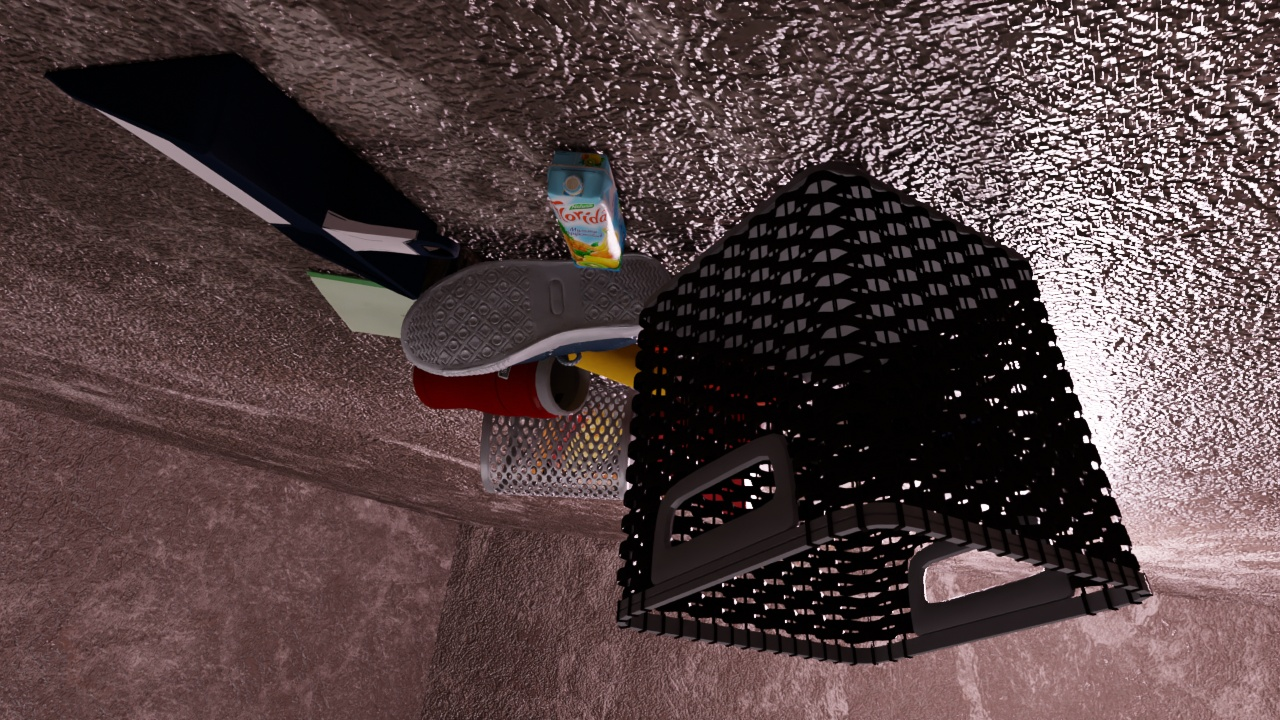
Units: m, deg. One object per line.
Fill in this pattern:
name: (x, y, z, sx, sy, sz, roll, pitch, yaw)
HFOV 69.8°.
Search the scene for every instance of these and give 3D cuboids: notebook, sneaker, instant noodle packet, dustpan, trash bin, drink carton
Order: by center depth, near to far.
drink carton: (-0.037, -0.104, 0.655, 0.044, 0.038, 0.129, 7, 163, 8)
dustpan: (-0.243, -0.113, 0.660, 0.273, 0.080, 0.236, 3, 163, 21)
sneaker: (-0.081, -0.037, 0.780, 0.235, 0.089, 0.087, -9, 170, -3)
notebook: (-0.214, -0.045, 1.003, 0.252, 0.010, 0.182, 9, 164, 0)
trash bin: (-0.096, 0.101, 1.183, 0.183, 0.156, 0.156, 5, 164, 5)
instant noodle packet: (-0.035, 0.129, 1.328, 0.220, 0.032, 0.160, 14, 123, -16)

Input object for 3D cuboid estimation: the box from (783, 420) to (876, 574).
box: (0.254, 0.176, 1.107, 0.105, 0.187, 0.143, 16, -169, 32)

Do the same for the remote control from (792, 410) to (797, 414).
remote control: (0.192, 0.071, 1.145, 0.047, 0.022, 0.151, -10, 175, -29)

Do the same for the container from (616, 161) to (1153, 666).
container: (0.144, 0.052, 0.633, 0.245, 0.243, 0.248, 18, 146, -29)

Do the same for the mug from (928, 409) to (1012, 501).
mug: (0.368, 0.110, 1.071, 0.121, 0.090, 0.091, 3, 163, 19)

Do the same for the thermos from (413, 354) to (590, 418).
thermos: (-0.151, 0.026, 1.029, 0.199, 0.083, 0.108, 0, 146, 34)

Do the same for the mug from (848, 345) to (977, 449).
mug: (0.249, 0.038, 0.845, 0.119, 0.100, 0.085, 13, 159, 9)

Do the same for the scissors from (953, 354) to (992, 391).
scissors: (0.290, 0.012, 0.923, 0.157, 0.012, 0.171, 15, 163, -15)

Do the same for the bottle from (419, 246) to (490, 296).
bottle: (-0.149, -0.066, 0.814, 0.056, 0.056, 0.105, -6, 158, 42)

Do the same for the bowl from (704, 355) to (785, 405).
bowl: (0.107, 0.010, 0.950, 0.130, 0.045, 0.131, 8, 164, 2)

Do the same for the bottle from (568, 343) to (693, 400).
bottle: (-0.006, 0.005, 0.929, 0.144, 0.043, 0.043, 20, 171, 32)

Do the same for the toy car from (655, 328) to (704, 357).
toy car: (0.032, -0.025, 0.868, 0.051, 0.048, 0.100, 0, 162, 27)

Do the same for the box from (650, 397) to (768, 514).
box: (0.082, 0.101, 1.069, 0.129, 0.087, 0.158, 15, 140, 22)

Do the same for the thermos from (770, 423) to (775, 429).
thermos: (0.081, 0.095, 1.193, 0.068, 0.067, 0.231, 20, 156, -34)
